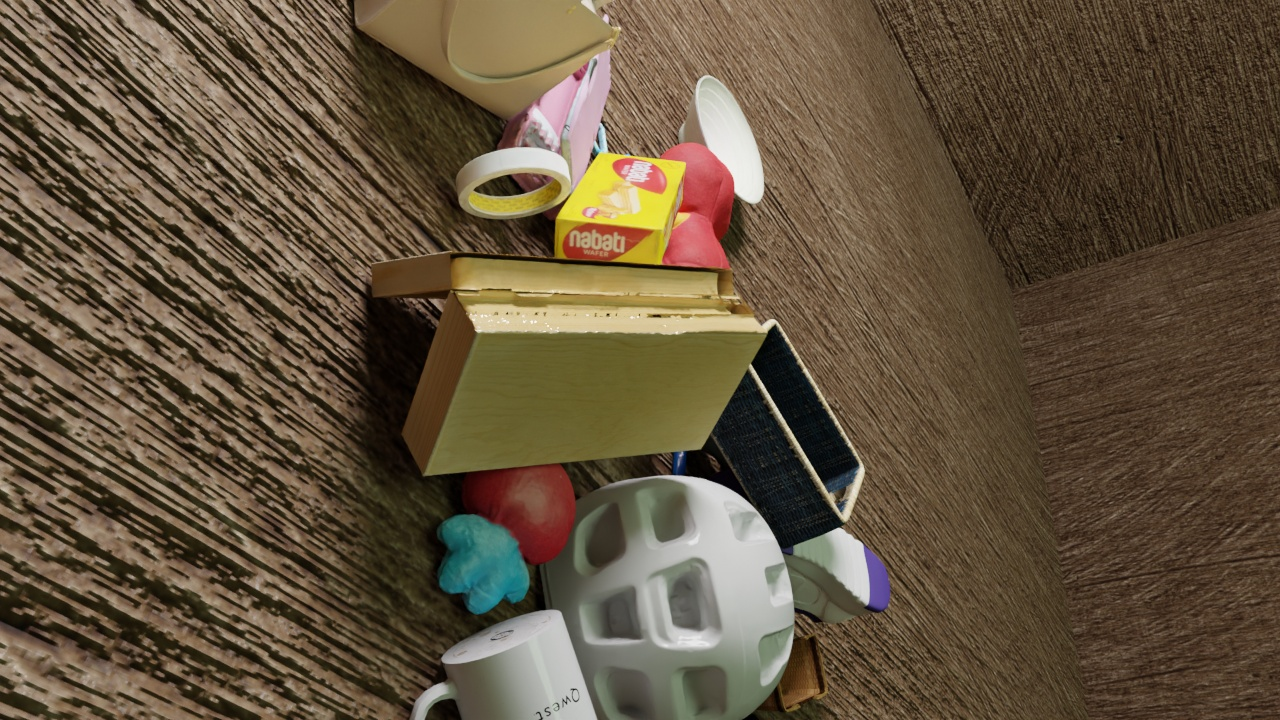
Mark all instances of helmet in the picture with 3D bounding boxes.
[{"bbox_3d":[0.039,0.211,0.798,0.282,0.184,0.224,50,35,-69],"label":"helmet"}]

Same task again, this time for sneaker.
[{"bbox_3d":[0.146,0.206,0.986,0.244,0.111,0.091,37,43,-16],"label":"sneaker"}]

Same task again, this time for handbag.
[{"bbox_3d":[-0.101,-0.303,0.750,0.194,0.198,0.101,21,56,-53],"label":"handbag"}]

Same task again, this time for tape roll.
[{"bbox_3d":[-0.105,-0.145,0.759,0.094,0.094,0.019,10,65,-57],"label":"tape roll"}]

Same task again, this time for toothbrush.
[{"bbox_3d":[0.040,0.049,0.972,0.017,0.016,0.189,33,46,-37],"label":"toothbrush"}]

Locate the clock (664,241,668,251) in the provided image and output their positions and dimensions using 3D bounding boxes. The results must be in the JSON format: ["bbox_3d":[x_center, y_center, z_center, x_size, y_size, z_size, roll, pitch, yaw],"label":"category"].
[{"bbox_3d":[-0.018,-0.115,0.902,0.122,0.087,0.042,-44,140,-56],"label":"clock"}]

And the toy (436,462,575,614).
[{"bbox_3d":[-0.098,0.119,0.663,0.092,0.062,0.132,40,57,-12],"label":"toy"}]

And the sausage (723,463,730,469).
[{"bbox_3d":[0.108,0.093,1.034,0.040,0.040,0.155,5,70,-58],"label":"sausage"}]

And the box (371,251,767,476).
[{"bbox_3d":[-0.047,-0.020,0.671,0.248,0.142,0.179,-2,60,-40],"label":"box"}]

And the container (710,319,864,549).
[{"bbox_3d":[0.132,0.067,0.888,0.187,0.071,0.145,59,25,-2],"label":"container"}]

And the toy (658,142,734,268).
[{"bbox_3d":[0.055,-0.149,1.032,0.147,0.099,0.215,44,44,-51],"label":"toy"}]

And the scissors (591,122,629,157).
[{"bbox_3d":[-0.038,-0.206,0.986,0.109,0.018,0.130,52,35,-22],"label":"scissors"}]

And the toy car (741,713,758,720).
[{"bbox_3d":[0.098,0.374,0.861,0.042,0.036,0.091,66,30,-9],"label":"toy car"}]

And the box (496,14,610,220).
[{"bbox_3d":[-0.062,-0.251,0.905,0.099,0.080,0.232,49,36,-33],"label":"box"}]

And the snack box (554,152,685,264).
[{"bbox_3d":[-0.013,-0.144,0.861,0.200,0.092,0.042,-72,168,-60],"label":"snack box"}]

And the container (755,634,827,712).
[{"bbox_3d":[0.138,0.319,0.934,0.113,0.061,0.063,14,63,-56],"label":"container"}]

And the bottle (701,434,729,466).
[{"bbox_3d":[0.103,0.084,0.979,0.108,0.060,0.060,32,43,-15],"label":"bottle"}]

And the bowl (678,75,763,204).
[{"bbox_3d":[0.096,-0.279,1.206,0.176,0.058,0.176,36,45,-46],"label":"bowl"}]

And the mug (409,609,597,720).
[{"bbox_3d":[-0.091,0.233,0.598,0.119,0.083,0.096,-18,90,-31],"label":"mug"}]
